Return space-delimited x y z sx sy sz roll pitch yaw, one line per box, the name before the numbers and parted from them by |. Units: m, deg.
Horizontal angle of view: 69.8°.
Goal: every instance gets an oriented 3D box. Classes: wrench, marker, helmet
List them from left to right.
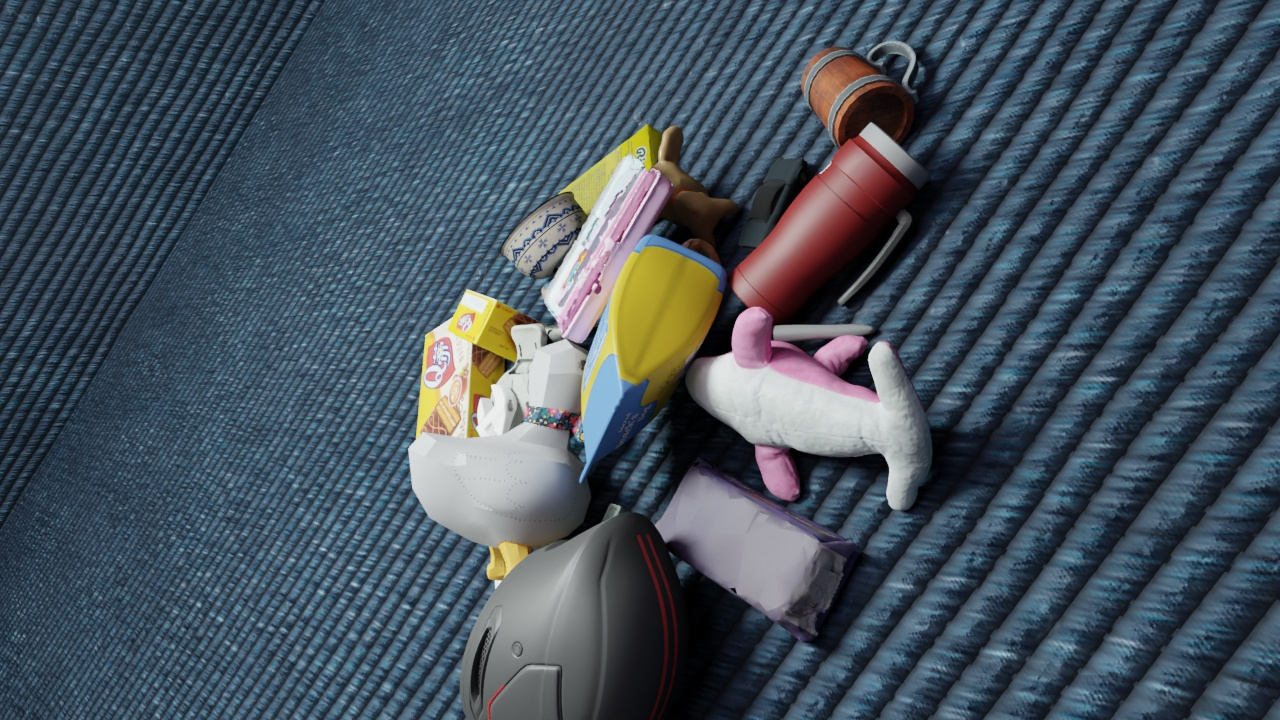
wrench | -0.163 0.160 1.070 0.066 0.018 0.273 -25 64 44
helmet | -0.045 0.260 0.818 0.170 0.164 0.265 20 97 37
marker | 0.150 -0.026 0.862 0.139 0.022 0.016 -1 91 22

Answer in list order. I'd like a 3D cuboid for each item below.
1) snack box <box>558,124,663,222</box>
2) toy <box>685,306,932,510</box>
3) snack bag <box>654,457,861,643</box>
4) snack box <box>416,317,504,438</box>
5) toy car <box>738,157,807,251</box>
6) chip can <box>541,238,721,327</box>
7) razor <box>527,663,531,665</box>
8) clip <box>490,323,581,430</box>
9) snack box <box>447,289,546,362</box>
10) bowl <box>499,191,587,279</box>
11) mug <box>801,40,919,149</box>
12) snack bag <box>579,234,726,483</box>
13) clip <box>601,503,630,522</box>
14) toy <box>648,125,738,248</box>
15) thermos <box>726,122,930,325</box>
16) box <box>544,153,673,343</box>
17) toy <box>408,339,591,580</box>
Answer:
snack box | -0.037 -0.203 1.176 0.181 0.045 0.121 -29 52 36
toy | 0.153 0.025 0.810 0.127 0.187 0.266 -30 28 -29
snack bag | 0.092 0.161 0.817 0.205 0.058 0.096 24 86 49
snack box | -0.239 0.051 1.219 0.110 0.061 0.229 -27 51 33
toy car | 0.140 -0.167 0.977 0.046 0.034 0.112 17 80 49
chip can | -0.017 -0.082 1.059 0.230 0.079 0.079 -9 61 43
razor | -0.135 0.319 0.963 0.057 0.060 0.156 42 104 23
clip | -0.119 0.028 1.115 0.126 0.091 0.151 -1 75 44
snack box | -0.176 -0.038 1.172 0.084 0.105 0.061 21 85 50
bowl | -0.107 -0.144 1.116 0.116 0.115 0.059 -42 86 21
mug | 0.229 -0.272 0.923 0.117 0.081 0.111 -29 43 8
snack bag | -0.005 0.005 0.894 0.159 0.102 0.204 115 179 -56
clip | -0.036 0.187 0.957 0.023 0.035 0.074 7 67 49
toy | 0.048 -0.179 1.034 0.108 0.105 0.134 40 104 34
thermos | 0.185 -0.117 0.874 0.199 0.083 0.108 -47 73 18
box | -0.038 -0.124 1.008 0.201 0.044 0.154 -59 19 11
toy | -0.122 0.108 0.980 0.141 0.246 0.267 172 101 -66
